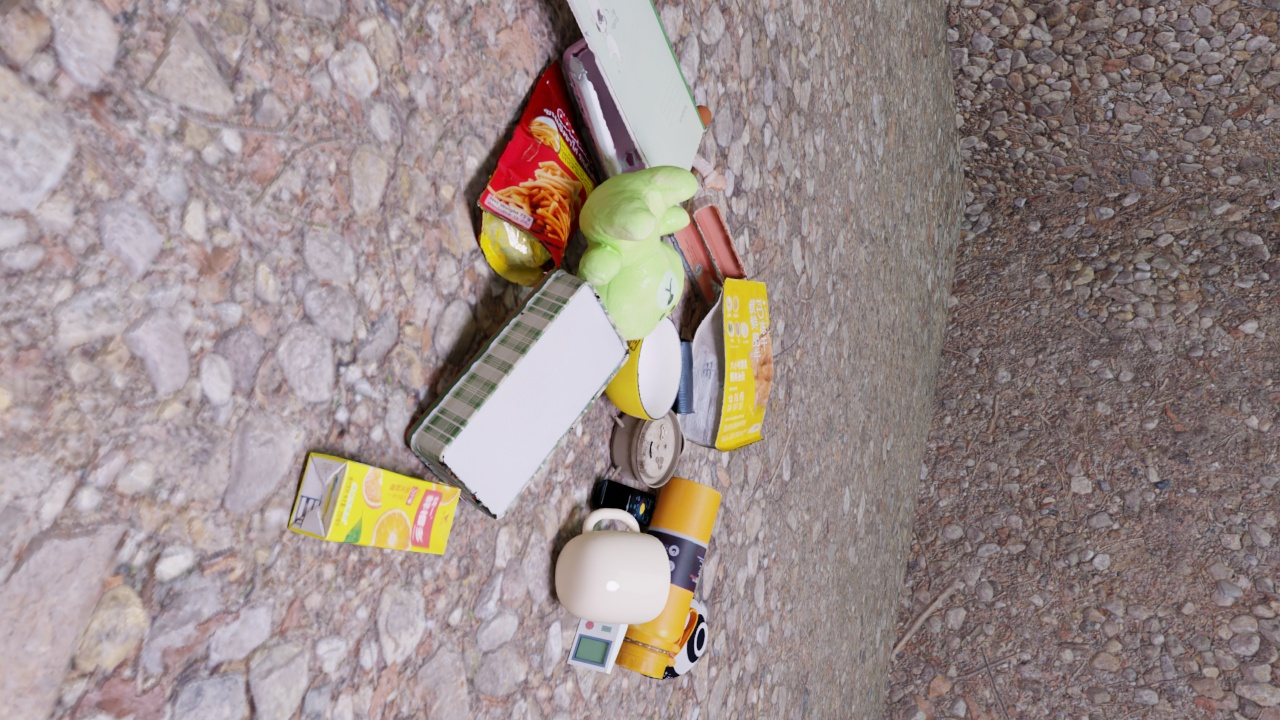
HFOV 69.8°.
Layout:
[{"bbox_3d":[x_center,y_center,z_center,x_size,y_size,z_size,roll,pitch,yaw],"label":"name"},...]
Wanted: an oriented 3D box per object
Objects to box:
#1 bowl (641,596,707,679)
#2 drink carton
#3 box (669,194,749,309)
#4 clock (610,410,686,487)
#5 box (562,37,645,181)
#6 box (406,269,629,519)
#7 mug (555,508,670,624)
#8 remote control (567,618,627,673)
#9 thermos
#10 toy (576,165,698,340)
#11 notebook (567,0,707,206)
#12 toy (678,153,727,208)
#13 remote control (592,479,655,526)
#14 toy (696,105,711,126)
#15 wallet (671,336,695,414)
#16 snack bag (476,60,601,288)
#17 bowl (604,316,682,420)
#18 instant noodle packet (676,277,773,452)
[{"bbox_3d":[0.048,0.353,1.184,0.120,0.066,0.120,-14,106,-62],"label":"bowl"},{"bbox_3d":[-0.197,0.111,0.695,0.134,0.043,0.058,31,69,-60],"label":"drink carton"},{"bbox_3d":[0.091,-0.140,1.216,0.187,0.083,0.041,55,16,-48],"label":"box"},{"bbox_3d":[0.013,0.099,1.095,0.140,0.055,0.093,-1,96,-56],"label":"clock"},{"bbox_3d":[-0.030,-0.229,0.955,0.146,0.077,0.202,-66,147,-42],"label":"box"},{"bbox_3d":[-0.100,0.029,0.799,0.205,0.051,0.118,-52,142,-18],"label":"box"},{"bbox_3d":[-0.036,0.214,0.963,0.099,0.096,0.120,12,67,-35],"label":"mug"},{"bbox_3d":[-0.034,0.276,1.028,0.024,0.050,0.143,57,45,-51],"label":"remote control"},{"bbox_3d":[0.039,0.265,1.117,0.076,0.091,0.232,107,1,-74],"label":"thermos"},{"bbox_3d":[-0.011,-0.099,0.895,0.149,0.107,0.197,-49,164,-40],"label":"toy"},{"bbox_3d":[0.003,-0.299,0.938,0.253,0.010,0.181,61,32,-35],"label":"notebook"},{"bbox_3d":[0.039,-0.226,1.076,0.106,0.085,0.074,48,15,-34],"label":"toy"},{"bbox_3d":[-0.017,0.169,1.083,0.152,0.020,0.041,33,68,-61],"label":"remote control"},{"bbox_3d":[0.032,-0.314,1.069,0.094,0.065,0.128,-72,146,-42],"label":"toy"},{"bbox_3d":[0.045,0.016,1.124,0.115,0.026,0.089,-151,-120,-81],"label":"wallet"},{"bbox_3d":[-0.092,-0.169,0.873,0.207,0.067,0.139,-75,147,-41],"label":"snack bag"},{"bbox_3d":[-0.006,0.006,1.027,0.117,0.068,0.117,-16,108,-62],"label":"bowl"},{"bbox_3d":[0.123,0.000,1.238,0.162,0.084,0.221,-4,105,-61],"label":"instant noodle packet"}]
